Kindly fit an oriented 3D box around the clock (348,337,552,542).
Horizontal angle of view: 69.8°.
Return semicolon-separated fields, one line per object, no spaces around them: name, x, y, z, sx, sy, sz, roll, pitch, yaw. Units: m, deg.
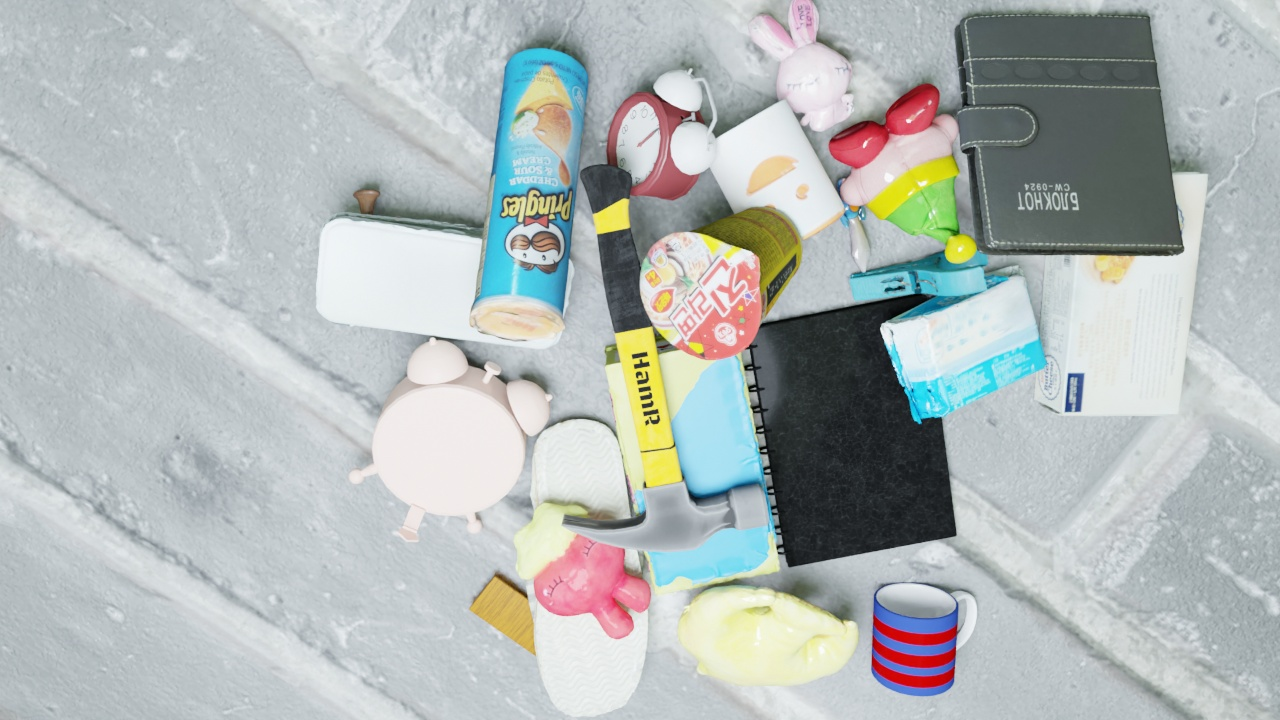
clock;-0.165;0.073;0.800;0.131;0.086;0.161;27;103;-16

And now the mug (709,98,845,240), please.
mug;0.109;-0.150;0.760;0.082;0.082;0.105;-30;100;6

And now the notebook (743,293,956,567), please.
notebook;0.190;0.068;0.839;0.169;0.019;0.231;-11;102;1

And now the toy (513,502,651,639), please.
toy;-0.050;0.183;0.798;0.091;0.045;0.135;-45;91;-3

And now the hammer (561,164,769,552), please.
hammer;-0.004;0.004;0.744;0.170;0.034;0.324;-11;101;3

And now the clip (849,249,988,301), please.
clip;0.251;-0.071;0.776;0.120;0.118;0.033;-18;109;-9

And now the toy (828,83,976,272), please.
toy;0.219;-0.141;0.759;0.124;0.096;0.131;-30;112;10

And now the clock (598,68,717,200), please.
clock;0.018;-0.179;0.743;0.044;0.125;0.087;-2;71;-37

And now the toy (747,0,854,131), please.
toy;0.137;-0.244;0.759;0.063;0.047;0.110;-32;97;-2

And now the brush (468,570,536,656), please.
brush;-0.100;0.255;0.880;0.126;0.017;0.048;37;100;-7

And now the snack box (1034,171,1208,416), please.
snack box;0.410;-0.058;0.791;0.104;0.057;0.208;-1;102;0

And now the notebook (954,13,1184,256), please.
notebook;0.340;-0.184;0.738;0.169;0.029;0.208;0;73;-2

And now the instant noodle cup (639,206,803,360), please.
instant noodle cup;0.070;-0.068;0.703;0.100;0.112;0.100;17;125;26

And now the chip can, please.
chip can;-0.086;-0.131;0.728;0.080;0.080;0.229;5;71;-1

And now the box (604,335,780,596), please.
box;0.046;0.088;0.817;0.124;0.079;0.221;-13;104;2

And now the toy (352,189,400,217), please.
toy;-0.218;-0.094;0.793;0.054;0.042;0.102;-3;95;-33

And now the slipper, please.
slipper;-0.052;0.188;0.846;0.114;0.054;0.272;-3;93;-4

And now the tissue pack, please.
tissue pack;0.276;-0.015;0.788;0.144;0.062;0.093;-24;103;-15

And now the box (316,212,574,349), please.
box;-0.163;-0.067;0.769;0.213;0.063;0.118;7;104;-20

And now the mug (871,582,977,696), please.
mug;0.270;0.255;0.857;0.111;0.075;0.076;-7;103;-26

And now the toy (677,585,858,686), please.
toy;0.108;0.253;0.835;0.170;0.064;0.155;23;133;-21
